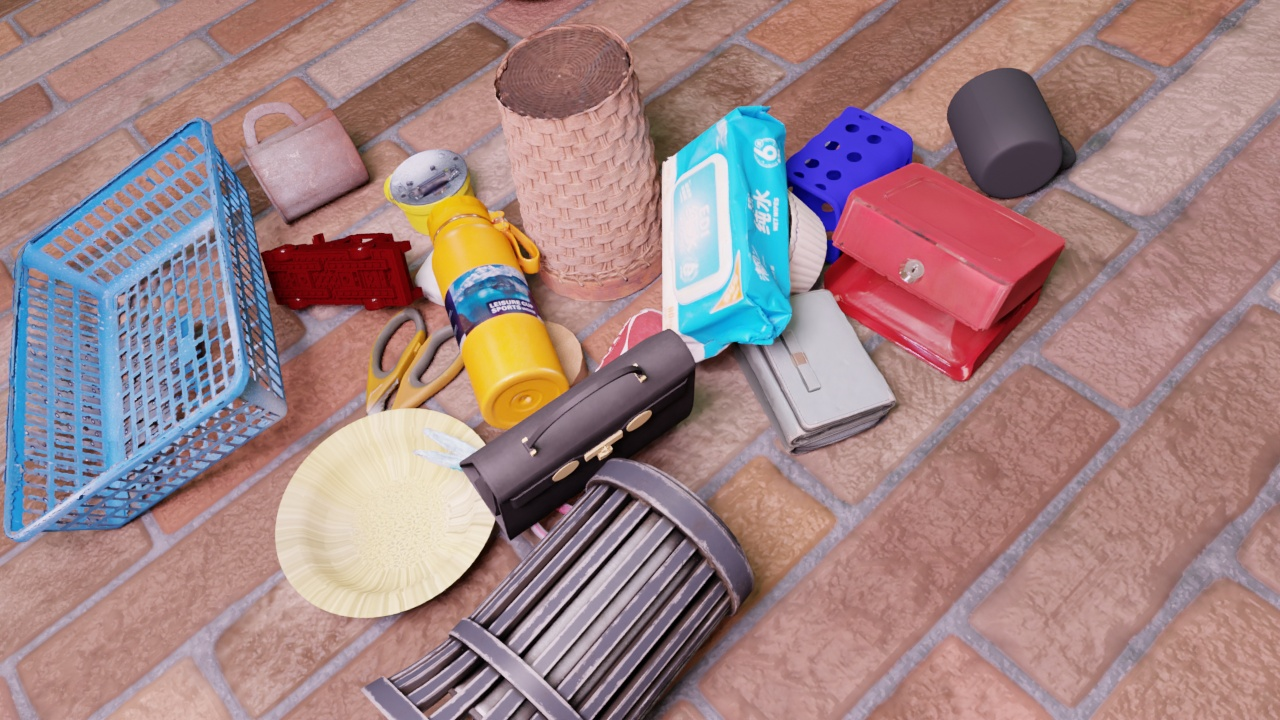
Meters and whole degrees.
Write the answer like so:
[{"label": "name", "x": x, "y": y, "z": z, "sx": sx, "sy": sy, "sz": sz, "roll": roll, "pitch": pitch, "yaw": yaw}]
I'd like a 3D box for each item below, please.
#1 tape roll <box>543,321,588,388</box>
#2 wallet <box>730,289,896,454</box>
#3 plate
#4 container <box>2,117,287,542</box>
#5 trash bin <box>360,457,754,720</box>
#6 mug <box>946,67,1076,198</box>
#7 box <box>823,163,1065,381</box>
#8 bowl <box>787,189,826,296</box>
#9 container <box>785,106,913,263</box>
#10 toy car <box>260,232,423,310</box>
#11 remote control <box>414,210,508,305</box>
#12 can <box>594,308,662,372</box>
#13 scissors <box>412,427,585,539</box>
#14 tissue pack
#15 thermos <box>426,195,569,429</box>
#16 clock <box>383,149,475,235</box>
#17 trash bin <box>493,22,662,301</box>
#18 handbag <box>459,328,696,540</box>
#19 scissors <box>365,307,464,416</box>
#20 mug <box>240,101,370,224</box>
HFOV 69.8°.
[{"label": "tape roll", "x": -0.096, "y": 0.010, "z": 0.828, "sx": 0.094, "sy": 0.027, "sz": 0.093, "roll": -5, "pitch": 55, "yaw": 7}, {"label": "wallet", "x": 0.143, "y": 0.008, "z": 0.775, "sx": 0.100, "sy": 0.054, "sz": 0.131, "roll": -22, "pitch": 60, "yaw": -4}, {"label": "plate", "x": -0.204, "y": 0.128, "z": 0.760, "sx": 0.184, "sy": 0.036, "sz": 0.184, "roll": -4, "pitch": 55, "yaw": 5}, {"label": "container", "x": -0.454, "y": -0.030, "z": 0.853, "sx": 0.257, "sy": 0.089, "sz": 0.361, "roll": -32, "pitch": 54, "yaw": 9}, {"label": "trash bin", "x": -0.043, "y": 0.190, "z": 0.618, "sx": 0.164, "sy": 0.164, "sz": 0.226, "roll": 31, "pitch": 63, "yaw": 27}, {"label": "mug", "x": 0.361, "y": -0.209, "z": 0.871, "sx": 0.121, "sy": 0.085, "sz": 0.094, "roll": 9, "pitch": 53, "yaw": -19}, {"label": "box", "x": 0.257, "y": -0.092, "z": 0.778, "sx": 0.157, "sy": 0.127, "sz": 0.136, "roll": 35, "pitch": 63, "yaw": 28}, {"label": "bowl", "x": 0.117, "y": -0.098, "z": 0.820, "sx": 0.062, "sy": 0.116, "sz": 0.115, "roll": 13, "pitch": 46, "yaw": -34}, {"label": "container", "x": 0.188, "y": -0.167, "z": 0.864, "sx": 0.113, "sy": 0.085, "sz": 0.084, "roll": -42, "pitch": 60, "yaw": -19}, {"label": "toy car", "x": -0.285, "y": -0.088, "z": 0.895, "sx": 0.170, "sy": 0.070, "sz": 0.061, "roll": 2, "pitch": 24, "yaw": 27}, {"label": "remote control", "x": -0.175, "y": -0.104, "z": 0.921, "sx": 0.060, "sy": 0.028, "sz": 0.114, "roll": 21, "pitch": 62, "yaw": 23}, {"label": "can", "x": -0.005, "y": 0.005, "z": 0.799, "sx": 0.054, "sy": 0.054, "sz": 0.096, "roll": 20, "pitch": 61, "yaw": 22}, {"label": "scissors", "x": -0.098, "y": 0.083, "z": 0.750, "sx": 0.178, "sy": 0.016, "sz": 0.101, "roll": 27, "pitch": 60, "yaw": 2}, {"label": "tissue pack", "x": 0.071, "y": -0.102, "z": 0.775, "sx": 0.066, "sy": 0.117, "sz": 0.209, "roll": 11, "pitch": 70, "yaw": -33}, {"label": "thermos", "x": -0.127, "y": -0.050, "z": 0.816, "sx": 0.091, "sy": 0.076, "sz": 0.232, "roll": 3, "pitch": 45, "yaw": -34}, {"label": "clock", "x": -0.222, "y": -0.183, "z": 0.966, "sx": 0.083, "sy": 0.057, "sz": 0.119, "roll": -36, "pitch": 57, "yaw": -14}, {"label": "trash bin", "x": -0.052, "y": -0.175, "z": 0.836, "sx": 0.151, "sy": 0.210, "sz": 0.151, "roll": -5, "pitch": 55, "yaw": 7}, {"label": "handbag", "x": -0.040, "y": 0.041, "z": 0.647, "sx": 0.175, "sy": 0.196, "sz": 0.072, "roll": -34, "pitch": 82, "yaw": -14}, {"label": "scissors", "x": -0.244, "y": 0.043, "z": 0.841, "sx": 0.114, "sy": 0.016, "sz": 0.228, "roll": 20, "pitch": 63, "yaw": 23}, {"label": "mug", "x": -0.364, "y": -0.222, "z": 0.981, "sx": 0.110, "sy": 0.123, "sz": 0.096, "roll": -34, "pitch": 43, "yaw": -17}]
